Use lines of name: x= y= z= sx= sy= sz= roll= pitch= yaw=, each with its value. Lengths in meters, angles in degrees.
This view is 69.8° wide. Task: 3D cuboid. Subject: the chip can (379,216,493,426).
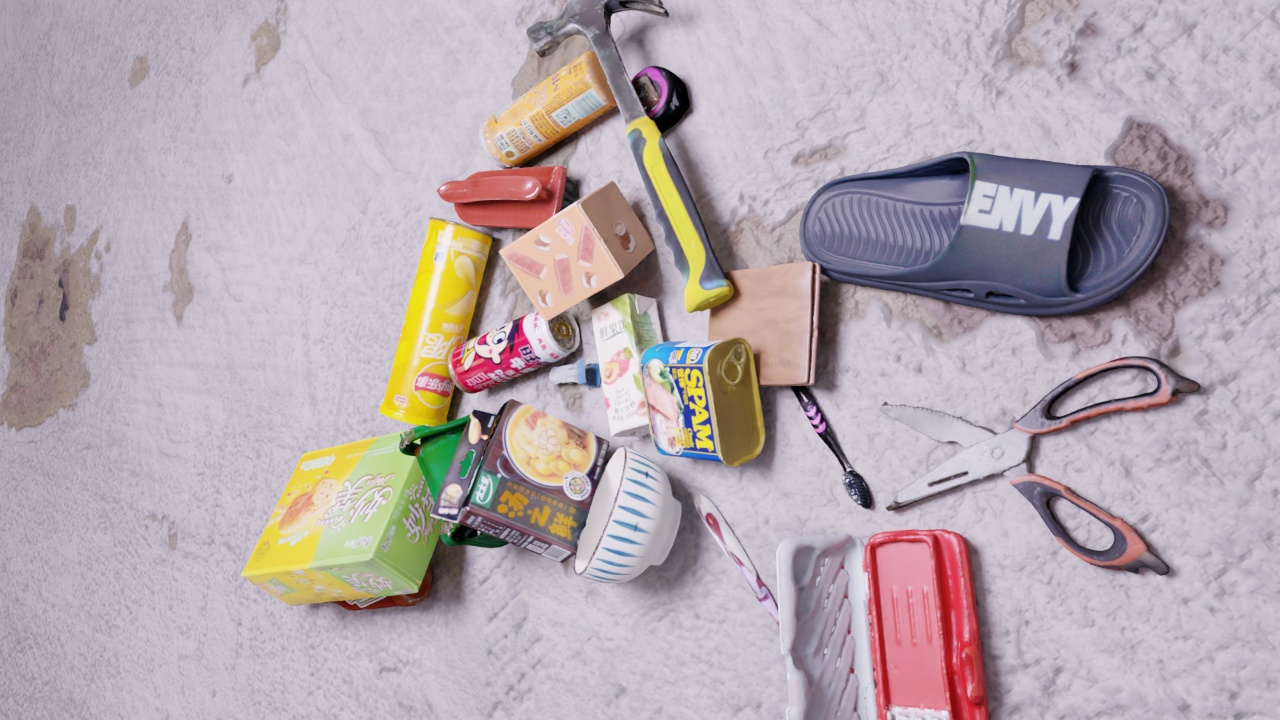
chip can: x=-0.213 y=-0.039 z=0.966 sx=0.072 sy=0.072 sz=0.213 roll=16 pitch=91 yaw=35

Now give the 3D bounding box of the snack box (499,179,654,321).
snack box: x=-0.056 y=-0.101 z=0.838 sx=0.095 sy=0.092 sz=0.077 roll=-27 pitch=101 yaw=28

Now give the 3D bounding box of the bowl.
bowl: x=-0.006 y=0.138 z=0.786 sx=0.066 sy=0.116 sz=0.116 roll=21 pitch=97 yaw=-9

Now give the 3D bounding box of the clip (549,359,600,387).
clip: x=-0.066 y=0.013 z=0.888 sx=0.058 sy=0.043 sz=0.027 roll=-2 pitch=84 yaw=42

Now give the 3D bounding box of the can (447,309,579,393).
can: x=-0.126 y=-0.011 z=0.911 sx=0.133 sy=0.053 sz=0.053 roll=-21 pitch=71 yaw=30

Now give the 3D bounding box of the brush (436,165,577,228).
brush: x=-0.140 y=-0.167 z=0.935 sx=0.146 sy=0.069 sz=0.063 roll=7 pitch=85 yaw=35

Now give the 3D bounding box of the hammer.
hammer: x=0.007 y=-0.194 z=0.813 sx=0.126 sy=0.032 sz=0.323 roll=-26 pitch=74 yaw=13

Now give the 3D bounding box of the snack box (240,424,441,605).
snack box: x=-0.295 y=0.162 z=0.951 sx=0.211 sy=0.070 sz=0.157 roll=-14 pitch=44 yaw=33

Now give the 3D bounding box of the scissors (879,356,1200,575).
scissors: x=0.276 y=0.064 z=0.647 sx=0.225 sy=0.015 sz=0.189 roll=36 pitch=103 yaw=32

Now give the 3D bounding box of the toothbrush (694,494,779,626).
toothbrush: x=0.094 y=0.187 z=0.752 sx=0.016 sy=0.017 sz=0.187 roll=-44 pitch=62 yaw=20

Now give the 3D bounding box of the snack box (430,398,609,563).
snack box: x=-0.104 y=0.104 z=0.817 sx=0.053 sy=0.125 sz=0.113 roll=-46 pitch=23 yaw=55

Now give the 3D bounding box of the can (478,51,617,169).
can: x=-0.092 y=-0.249 z=0.921 sx=0.146 sy=0.058 sz=0.058 roll=-24 pitch=70 yaw=29

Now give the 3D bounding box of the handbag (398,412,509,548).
handbag: x=-0.159 y=0.114 z=0.875 sx=0.068 sy=0.120 sz=0.131 roll=-43 pitch=63 yaw=28

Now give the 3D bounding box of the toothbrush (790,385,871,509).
toothbrush: x=0.137 y=0.037 z=0.747 sx=0.014 sy=0.017 sz=0.189 roll=-39 pitch=62 yaw=25

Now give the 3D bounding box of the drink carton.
drink carton: x=-0.005 y=0.005 z=0.830 sx=0.054 sy=0.045 sz=0.122 roll=-24 pitch=68 yaw=40

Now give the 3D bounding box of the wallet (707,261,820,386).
wallet: x=0.100 y=-0.028 z=0.766 sx=0.115 sy=0.020 sz=0.101 roll=-4 pitch=81 yaw=49

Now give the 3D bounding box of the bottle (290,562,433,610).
bottle: x=-0.315 y=0.243 z=0.997 sx=0.207 sy=0.059 sz=0.059 roll=-14 pitch=75 yaw=32

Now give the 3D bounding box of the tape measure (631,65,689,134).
tape measure: x=0.014 y=-0.245 z=0.860 sx=0.057 sy=0.039 sz=0.058 roll=-37 pitch=64 yaw=25

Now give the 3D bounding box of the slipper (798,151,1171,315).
slipper: x=0.228 y=-0.096 z=0.667 sx=0.269 sy=0.083 sz=0.110 roll=8 pitch=89 yaw=36

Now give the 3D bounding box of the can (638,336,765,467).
can: x=0.050 y=0.033 z=0.762 sx=0.083 sy=0.057 sz=0.102 roll=0 pitch=104 yaw=47

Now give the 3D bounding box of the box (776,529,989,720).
box: x=0.173 y=0.225 z=0.662 sx=0.154 sy=0.074 sz=0.201 roll=-4 pitch=80 yaw=4
